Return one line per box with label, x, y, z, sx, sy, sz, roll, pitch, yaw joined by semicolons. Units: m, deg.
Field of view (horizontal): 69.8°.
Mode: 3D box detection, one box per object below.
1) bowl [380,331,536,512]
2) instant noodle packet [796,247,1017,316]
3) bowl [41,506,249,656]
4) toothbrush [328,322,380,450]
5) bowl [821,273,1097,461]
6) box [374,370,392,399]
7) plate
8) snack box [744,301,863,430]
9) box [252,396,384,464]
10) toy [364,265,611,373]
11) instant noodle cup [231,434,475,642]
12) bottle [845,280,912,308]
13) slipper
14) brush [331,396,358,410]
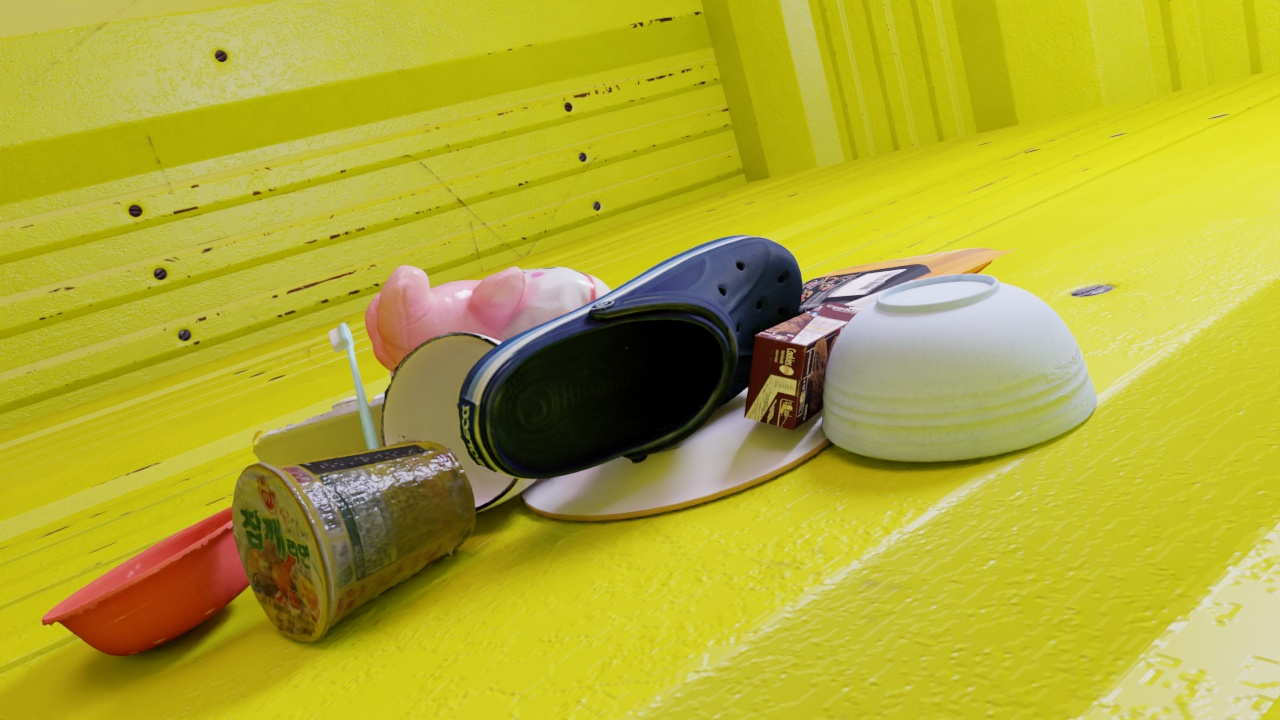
bowl;-0.104;0.041;0.602;0.116;0.116;0.065;-11;-7;22
instant noodle packet;0.209;-0.067;0.852;0.159;0.032;0.221;-22;9;-21
bowl;-0.277;0.134;0.547;0.130;0.045;0.130;-27;8;4
toothbrush;-0.226;0.039;0.742;0.016;0.016;0.180;-26;57;-2
bowl;0.174;-0.006;0.525;0.150;0.075;0.150;-13;14;3
box;-0.166;-0.007;0.929;0.201;0.101;0.103;-13;18;-32
plate;0.027;0.048;0.623;0.230;0.021;0.229;-15;12;3
snack box;0.112;-0.001;0.591;0.032;0.051;0.140;14;18;27
box;-0.223;0.048;0.805;0.210;0.080;0.084;-15;31;-1
toy;-0.106;-0.031;0.737;0.212;0.084;0.142;-3;-7;-24
instant noodle cup;-0.158;0.092;0.519;0.102;0.102;0.108;-4;8;44
bottle;0.192;-0.034;0.686;0.116;0.041;0.041;-19;12;-15
slipper;0.014;0.003;0.550;0.252;0.105;0.095;-26;21;-30
brush;-0.270;0.052;0.867;0.033;0.012;0.218;-21;-5;-15
